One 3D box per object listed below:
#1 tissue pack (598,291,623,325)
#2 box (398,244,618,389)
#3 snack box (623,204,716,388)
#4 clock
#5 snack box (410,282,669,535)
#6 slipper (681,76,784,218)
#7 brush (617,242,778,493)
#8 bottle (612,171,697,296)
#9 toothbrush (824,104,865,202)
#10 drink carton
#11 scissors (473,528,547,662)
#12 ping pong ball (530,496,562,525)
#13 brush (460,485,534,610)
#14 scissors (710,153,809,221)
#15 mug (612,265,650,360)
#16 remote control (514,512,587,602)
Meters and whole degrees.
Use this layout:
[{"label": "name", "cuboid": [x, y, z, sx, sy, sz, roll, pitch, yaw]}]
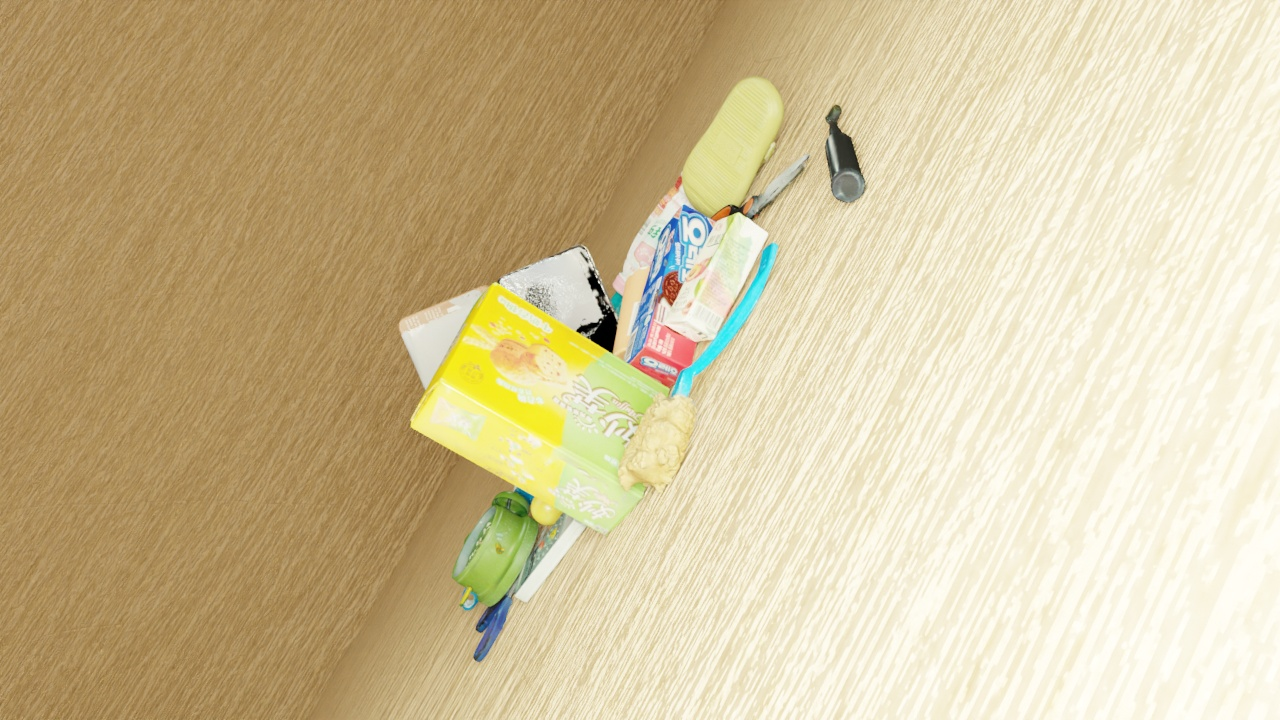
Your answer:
[{"label": "tissue pack", "cuboid": [-0.051, -0.037, 1.323, 0.134, 0.050, 0.093, -51, 5, 34]}, {"label": "box", "cuboid": [-0.159, -0.019, 1.177, 0.259, 0.177, 0.082, -24, 3, -10]}, {"label": "snack box", "cuboid": [0.036, -0.071, 0.967, 0.057, 0.058, 0.207, -47, 22, 51]}, {"label": "clock", "cuboid": [-0.177, 0.224, 1.118, 0.116, 0.056, 0.161, -52, 14, 16]}, {"label": "snack box", "cuboid": [-0.085, 0.042, 0.852, 0.070, 0.210, 0.157, -50, 15, 37]}, {"label": "slipper", "cuboid": [0.123, -0.251, 1.097, 0.081, 0.091, 0.191, -20, -28, -39]}, {"label": "brush", "cuboid": [0.056, 0.004, 0.791, 0.254, 0.046, 0.083, -58, 6, -14]}, {"label": "bottle", "cuboid": [0.035, -0.167, 1.238, 0.197, 0.068, 0.068, -53, 12, 16]}, {"label": "toothbrush", "cuboid": [0.172, -0.185, 0.792, 0.212, 0.026, 0.027, -76, 7, -59]}, {"label": "drink carton", "cuboid": [0.075, -0.079, 0.892, 0.122, 0.045, 0.054, -62, 16, -11]}, {"label": "scissors", "cuboid": [-0.154, 0.276, 1.069, 0.163, 0.012, 0.174, -47, 14, 45]}, {"label": "ping pong ball", "cuboid": [-0.106, 0.170, 1.058, 0.040, 0.040, 0.040, -56, 11, 16]}, {"label": "brush", "cuboid": [-0.163, 0.199, 1.233, 0.314, 0.060, 0.109, -63, 5, -9]}, {"label": "scissors", "cuboid": [0.114, -0.143, 0.982, 0.148, 0.021, 0.235, -68, 16, -5]}, {"label": "mug", "cuboid": [0.009, -0.037, 1.021, 0.078, 0.078, 0.122, -49, 20, 45]}, {"label": "remote control", "cuboid": [-0.092, 0.196, 0.976, 0.135, 0.019, 0.056, -54, 11, 26]}]
